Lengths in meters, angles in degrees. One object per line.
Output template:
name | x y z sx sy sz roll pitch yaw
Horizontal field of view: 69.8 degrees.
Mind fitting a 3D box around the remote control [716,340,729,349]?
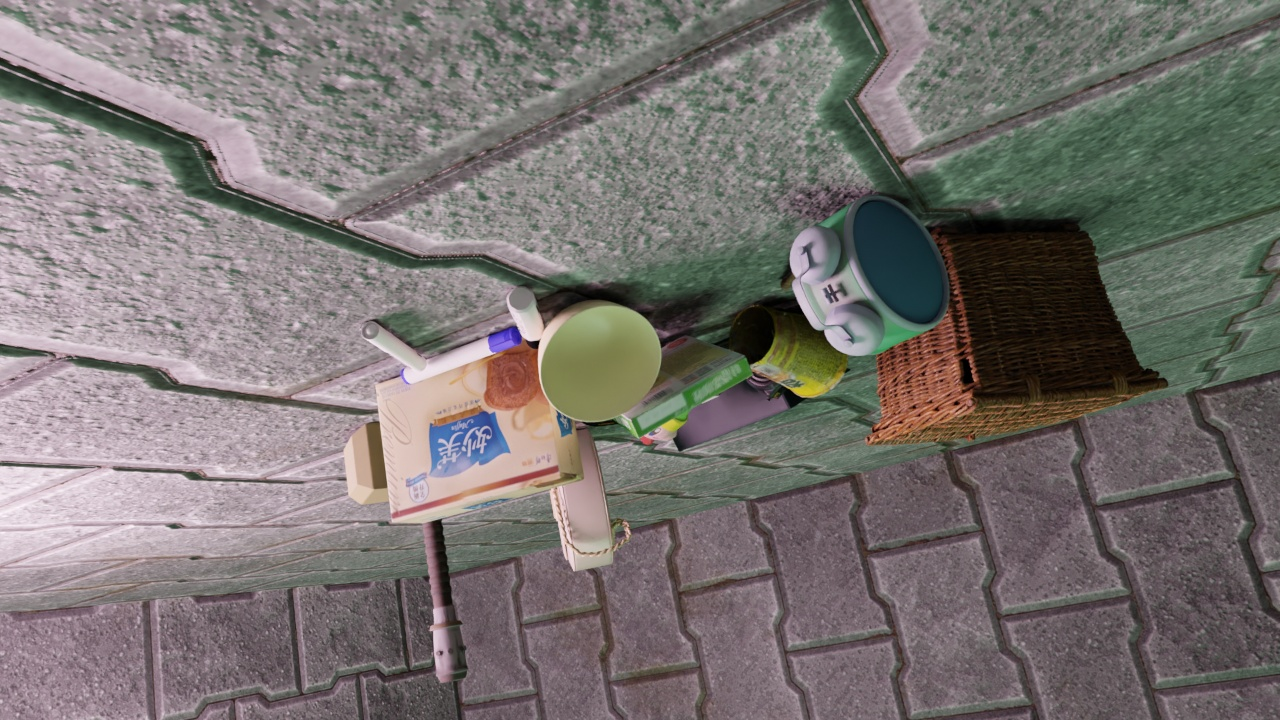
remote control | 0.105 -0.015 1.107 0.137 0.013 0.033 -24 161 34

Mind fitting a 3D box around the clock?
clock | 0.177 -0.064 0.748 0.161 0.122 0.076 -23 175 -41

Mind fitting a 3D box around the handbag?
handbag | -0.087 0.213 1.420 0.103 0.210 0.209 -10 173 -9

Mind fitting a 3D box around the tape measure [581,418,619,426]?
tape measure | -0.047 0.069 1.262 0.067 0.038 0.063 -4 172 -16

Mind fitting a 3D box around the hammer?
hammer | -0.262 0.243 1.179 0.190 0.324 0.101 -4 163 -26

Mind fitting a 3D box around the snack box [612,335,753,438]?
snack box | 0.025 0.023 0.954 0.132 0.027 0.168 -29 -164 -11

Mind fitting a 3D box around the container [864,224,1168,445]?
container | 0.351 -0.027 0.913 0.249 0.183 0.163 -3 164 -24

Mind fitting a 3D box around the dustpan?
dustpan | 0.135 0.058 1.348 0.272 0.080 0.237 -26 179 -44

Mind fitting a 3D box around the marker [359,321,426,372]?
marker | -0.232 -0.011 0.870 0.020 0.017 0.133 24 170 12

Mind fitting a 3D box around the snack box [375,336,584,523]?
snack box | -0.171 0.073 0.957 0.208 0.153 0.055 -17 163 20

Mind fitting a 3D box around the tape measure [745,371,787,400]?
tape measure | 0.159 0.005 1.110 0.042 0.072 0.072 4 130 -52

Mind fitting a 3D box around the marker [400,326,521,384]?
marker | -0.182 -0.003 0.926 0.142 0.020 0.020 -18 163 25

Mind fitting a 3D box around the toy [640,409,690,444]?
toy | 0.027 0.046 1.198 0.132 0.096 0.124 -16 127 45

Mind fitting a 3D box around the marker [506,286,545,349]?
marker | -0.103 -0.037 0.854 0.025 0.025 0.126 -11 165 -2

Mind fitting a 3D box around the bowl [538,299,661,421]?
bowl | -0.048 -0.010 0.876 0.117 0.118 0.074 -6 -154 -20

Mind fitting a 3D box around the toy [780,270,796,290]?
toy | 0.163 -0.079 0.869 0.055 0.041 0.102 11 172 0

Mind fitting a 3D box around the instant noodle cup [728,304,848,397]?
instant noodle cup | 0.158 -0.016 1.005 0.108 0.102 0.102 13 153 -39
